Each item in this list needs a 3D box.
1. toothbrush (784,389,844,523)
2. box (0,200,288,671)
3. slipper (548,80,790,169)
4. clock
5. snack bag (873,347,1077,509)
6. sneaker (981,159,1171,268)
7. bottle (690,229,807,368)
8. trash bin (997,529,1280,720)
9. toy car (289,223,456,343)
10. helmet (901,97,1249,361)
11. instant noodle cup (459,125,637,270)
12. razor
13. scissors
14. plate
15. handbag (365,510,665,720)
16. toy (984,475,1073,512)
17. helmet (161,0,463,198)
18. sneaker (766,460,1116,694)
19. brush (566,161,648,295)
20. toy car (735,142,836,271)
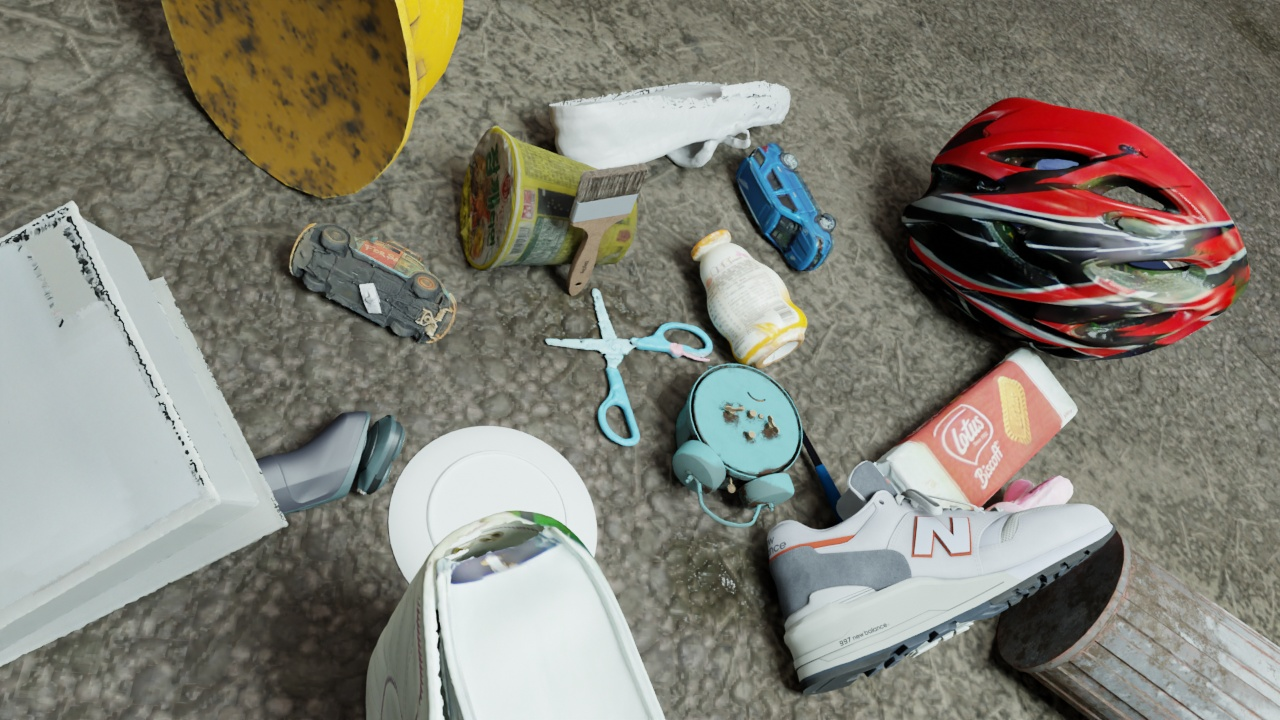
[{"bbox_3d":[0.141,0.096,0.686,0.014,0.014,0.167,-12,70,-42],"label":"toothbrush"},{"bbox_3d":[-0.322,0.086,0.575,0.171,0.405,0.169,-27,80,-19],"label":"box"},{"bbox_3d":[0.034,-0.201,0.780,0.246,0.075,0.112,-22,42,-35],"label":"slipper"},{"bbox_3d":[0.066,0.062,0.650,0.090,0.053,0.124,21,55,-11],"label":"clock"},{"bbox_3d":[0.277,0.065,0.754,0.224,0.041,0.077,-29,78,-36],"label":"snack bag"},{"bbox_3d":[0.448,-0.139,0.929,0.233,0.092,0.118,34,50,7],"label":"sneaker"},{"bbox_3d":[0.081,-0.050,0.716,0.063,0.063,0.108,-20,72,-33],"label":"bottle"},{"bbox_3d":[0.381,0.227,0.650,0.211,0.131,0.130,36,53,0],"label":"trash bin"},{"bbox_3d":[-0.174,-0.056,0.614,0.112,0.047,0.047,29,30,-14],"label":"toy car"},{"bbox_3d":[0.355,-0.099,0.775,0.166,0.217,0.272,-45,49,-14],"label":"helmet"},{"bbox_3d":[-0.065,-0.111,0.672,0.108,0.102,0.102,4,60,-33],"label":"instant noodle cup"},{"bbox_3d":[-0.206,0.067,0.530,0.142,0.047,0.052,-17,94,-29],"label":"razor"},{"bbox_3d":[-0.004,0.005,0.680,0.135,0.015,0.135,1,59,-18],"label":"scissors"},{"bbox_3d":[-0.089,0.101,0.580,0.134,0.011,0.134,11,57,-19],"label":"plate"},{"bbox_3d":[-0.075,0.166,0.433,0.096,0.199,0.142,-15,68,-29],"label":"handbag"},{"bbox_3d":[0.282,0.128,0.700,0.047,0.064,0.109,45,65,4],"label":"toy"},{"bbox_3d":[-0.191,-0.240,0.583,0.205,0.256,0.131,39,53,1],"label":"helmet"},{"bbox_3d":[0.190,0.122,0.626,0.239,0.089,0.124,-23,62,-11],"label":"sneaker"},{"bbox_3d":[-0.032,-0.085,0.635,0.045,0.143,0.008,-14,66,-22],"label":"brush"},{"bbox_3d":[0.123,-0.131,0.793,0.043,0.056,0.120,-17,67,-25],"label":"toy car"}]
